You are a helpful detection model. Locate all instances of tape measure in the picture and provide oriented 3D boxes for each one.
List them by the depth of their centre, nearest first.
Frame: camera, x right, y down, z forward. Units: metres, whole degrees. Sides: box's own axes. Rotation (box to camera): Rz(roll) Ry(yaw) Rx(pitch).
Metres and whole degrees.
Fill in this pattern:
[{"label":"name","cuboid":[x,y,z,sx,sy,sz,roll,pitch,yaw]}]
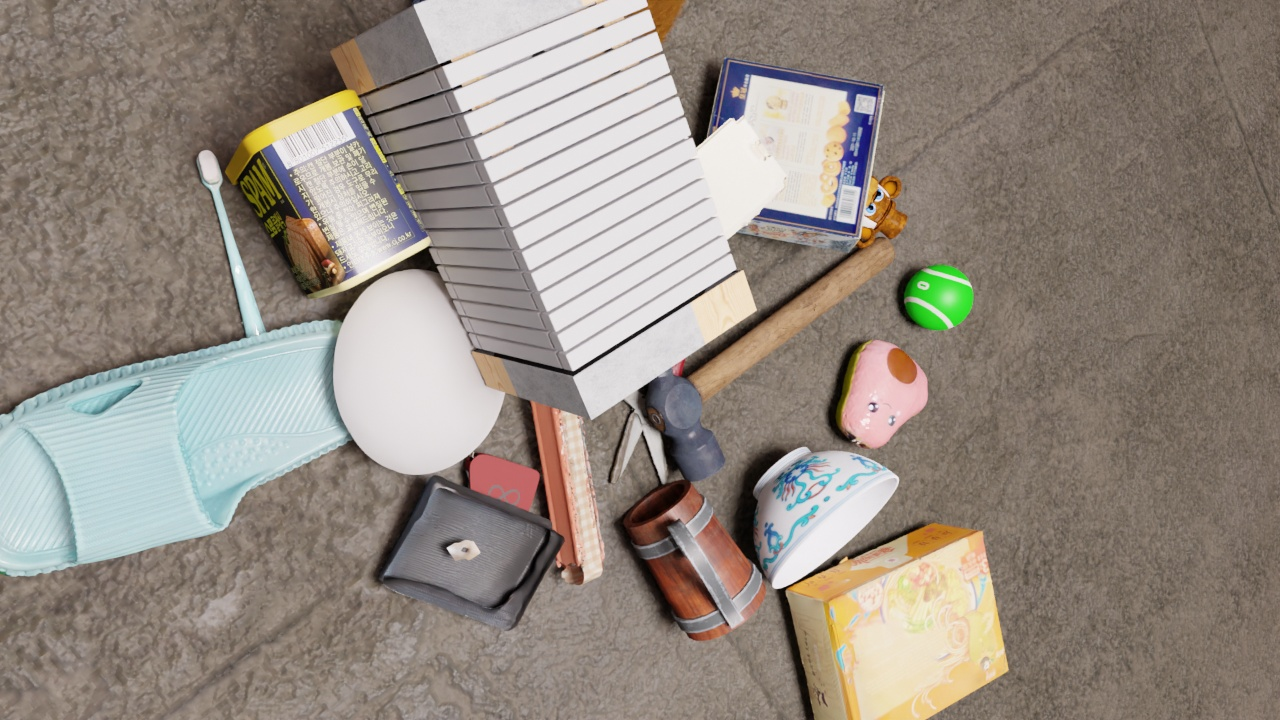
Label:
[{"label":"tape measure","cuboid":[-0.114,0.102,0.716,0.059,0.019,0.051,22,82,-26]}]

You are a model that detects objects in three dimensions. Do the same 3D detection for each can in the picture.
[{"label":"can","cuboid":[-0.207,-0.104,0.608,0.075,0.135,0.104,-34,106,-25]}]

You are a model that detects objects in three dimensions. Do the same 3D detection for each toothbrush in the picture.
[{"label":"toothbrush","cuboid":[-0.277,-0.056,0.636,0.016,0.017,0.180,-16,98,-25]}]

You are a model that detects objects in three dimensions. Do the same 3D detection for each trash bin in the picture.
[{"label":"trash bin","cuboid":[-0.058,-0.112,0.591,0.142,0.143,0.247,-33,114,-27]}]

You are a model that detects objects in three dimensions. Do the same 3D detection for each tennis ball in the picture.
[{"label":"tennis ball","cuboid":[0.296,-0.062,0.913,0.065,0.065,0.065,1,88,-28]}]

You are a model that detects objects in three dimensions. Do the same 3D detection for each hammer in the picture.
[{"label":"hammer","cuboid":[0.128,-0.033,0.832,0.320,0.040,0.129,-35,107,-28]}]

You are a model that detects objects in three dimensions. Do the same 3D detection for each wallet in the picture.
[{"label":"wallet","cuboid":[-0.126,0.145,0.691,0.115,0.026,0.089,28,94,-25]}]

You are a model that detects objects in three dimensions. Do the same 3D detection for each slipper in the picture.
[{"label":"slipper","cuboid":[-0.288,0.050,0.590,0.275,0.070,0.116,-23,103,-25]}]

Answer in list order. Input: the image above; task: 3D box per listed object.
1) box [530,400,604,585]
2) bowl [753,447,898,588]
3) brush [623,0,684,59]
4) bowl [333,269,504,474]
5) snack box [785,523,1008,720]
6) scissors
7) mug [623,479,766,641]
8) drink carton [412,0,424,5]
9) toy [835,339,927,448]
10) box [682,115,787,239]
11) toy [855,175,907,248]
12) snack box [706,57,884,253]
[{"label":"box","cuboid":[-0.055,0.084,0.730,0.067,0.057,0.187,-17,99,-60]},{"label":"bowl","cuboid":[0.148,0.125,0.810,0.143,0.144,0.074,-27,61,-26]},{"label":"brush","cuboid":[0.015,-0.312,0.798,0.048,0.017,0.126,32,74,-23]},{"label":"bowl","cuboid":[-0.144,0.008,0.658,0.149,0.043,0.149,1,88,-52]},{"label":"snack box","cuboid":[0.239,0.251,0.863,0.194,0.081,0.145,-15,96,-28]},{"label":"scissors","cuboid":[0.003,0.000,0.784,0.179,0.015,0.198,47,69,-20]},{"label":"mug","cuboid":[0.046,0.165,0.747,0.081,0.117,0.111,-33,100,-6]},{"label":"drink carton","cuboid":[-0.145,-0.237,0.698,0.064,0.040,0.130,12,82,-28]},{"label":"toy","cuboid":[0.229,0.037,0.882,0.090,0.051,0.109,38,73,-21]},{"label":"box","cuboid":[0.003,-0.135,0.690,0.143,0.181,0.080,45,64,-13]},{"label":"toy","cuboid":[0.203,-0.157,0.867,0.112,0.067,0.087,31,83,-10]},{"label":"snack box","cuboid":[0.129,-0.180,0.805,0.145,0.042,0.144,11,82,4]}]
